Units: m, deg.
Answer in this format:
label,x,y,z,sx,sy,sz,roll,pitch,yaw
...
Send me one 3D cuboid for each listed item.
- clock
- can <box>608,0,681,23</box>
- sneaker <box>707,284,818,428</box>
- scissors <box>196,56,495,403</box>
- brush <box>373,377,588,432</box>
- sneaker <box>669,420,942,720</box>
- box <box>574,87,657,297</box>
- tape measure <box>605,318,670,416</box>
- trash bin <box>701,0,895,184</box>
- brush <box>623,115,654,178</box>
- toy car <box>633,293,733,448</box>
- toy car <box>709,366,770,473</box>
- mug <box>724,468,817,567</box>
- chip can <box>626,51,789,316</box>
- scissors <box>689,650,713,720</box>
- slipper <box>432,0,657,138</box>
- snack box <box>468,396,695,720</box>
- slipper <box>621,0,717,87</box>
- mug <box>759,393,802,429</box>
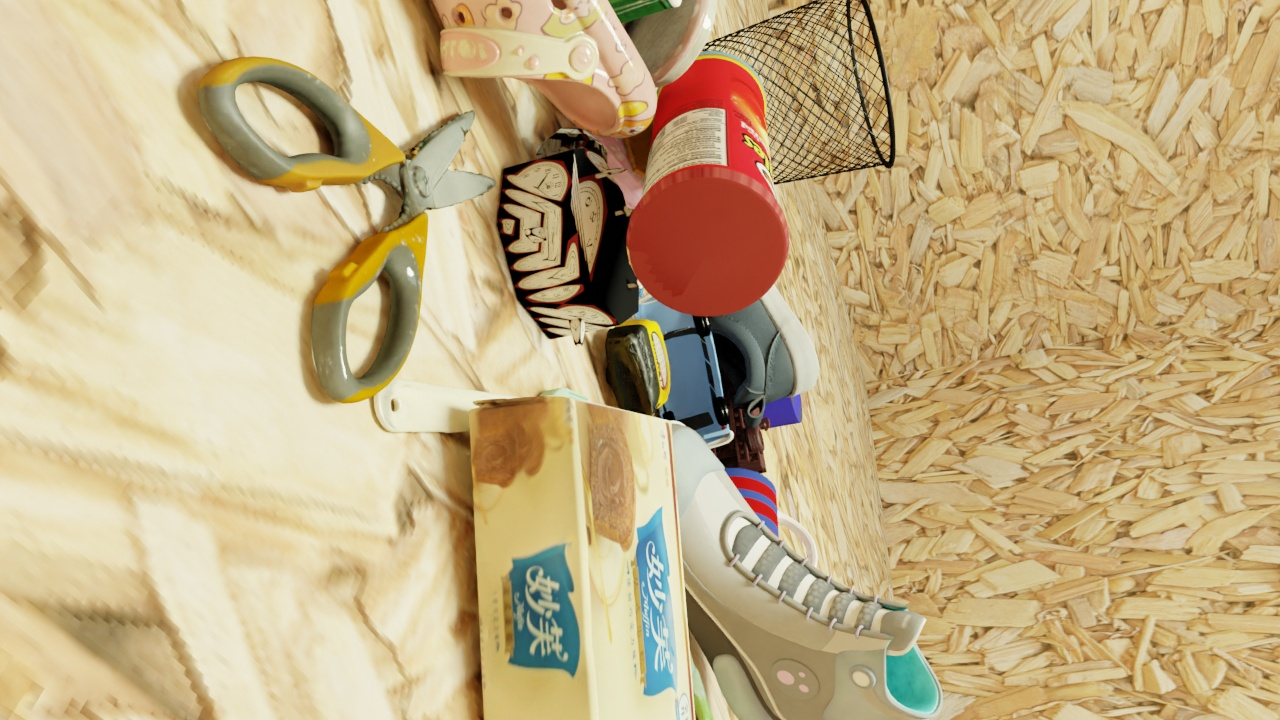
label,x,y,z,sx,sy,sz,roll,pitch,yaw
clock,-0.030,-0.086,0.579,0.154,0.065,0.115,-76,150,-53
can,-0.039,-0.230,0.550,0.067,0.121,0.067,-11,90,-73
sneaker,0.064,-0.053,0.801,0.235,0.087,0.089,61,-17,24
scissors,-0.111,-0.085,0.402,0.224,0.016,0.175,-80,154,-51
brush,-0.071,0.027,0.472,0.217,0.012,0.033,14,66,-70
sneaker,0.101,0.146,0.626,0.092,0.161,0.257,-41,110,-45
box,0.006,-0.175,0.773,0.229,0.062,0.161,-79,153,-51
tape measure,-0.004,0.004,0.655,0.064,0.037,0.065,-58,136,-66
trash bin,0.131,-0.259,0.935,0.184,0.210,0.184,-13,89,-81
brush,0.010,-0.150,0.671,0.048,0.017,0.126,19,49,-50
toy car,0.033,0.005,0.735,0.054,0.056,0.153,-109,-176,-61
toy car,0.076,0.037,0.840,0.062,0.070,0.169,56,23,-52
mug,0.094,0.146,0.763,0.075,0.112,0.076,116,-16,-46
chip can,0.043,-0.119,0.571,0.212,0.087,0.087,-83,155,-54
scissors,0.049,0.262,0.630,0.172,0.021,0.172,89,-14,-59
slipper,-0.067,-0.175,0.483,0.197,0.093,0.081,43,73,-39
snack box,-0.022,0.127,0.463,0.153,0.055,0.207,21,63,-69
slipper,-0.023,-0.296,0.646,0.054,0.114,0.274,10,45,-39
mug,0.113,0.018,0.942,0.079,0.084,0.111,-64,139,-63
